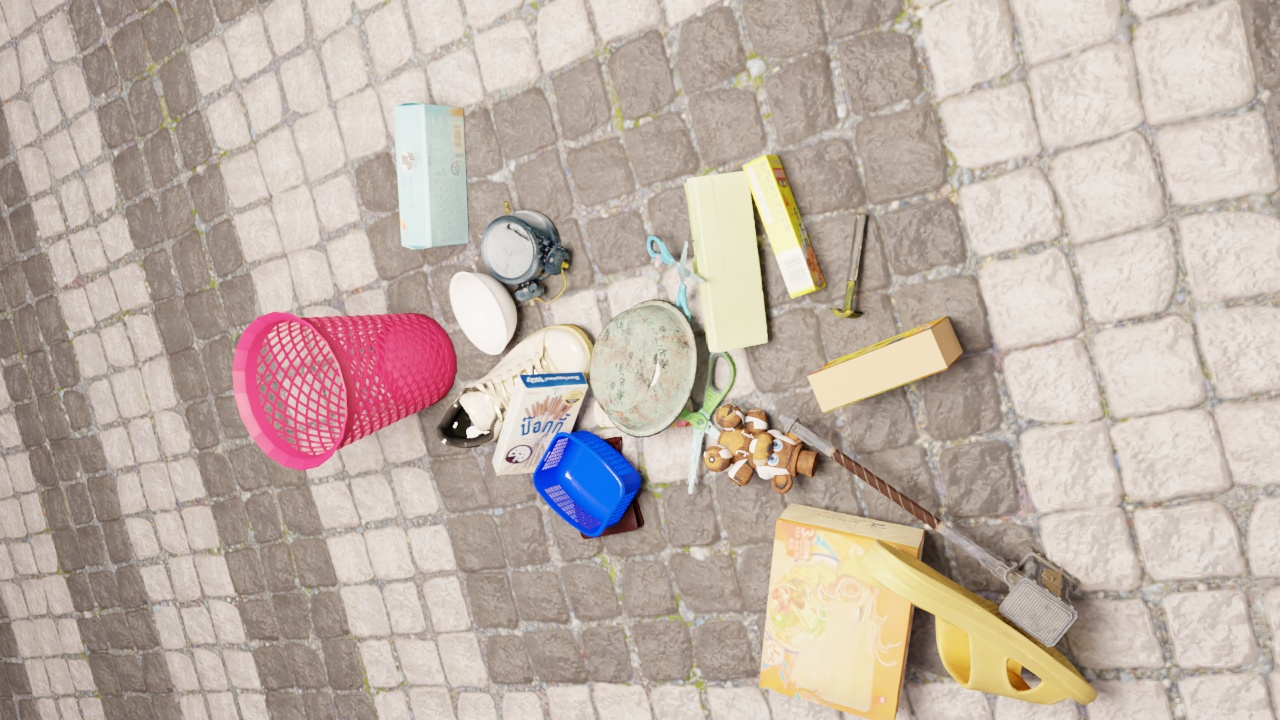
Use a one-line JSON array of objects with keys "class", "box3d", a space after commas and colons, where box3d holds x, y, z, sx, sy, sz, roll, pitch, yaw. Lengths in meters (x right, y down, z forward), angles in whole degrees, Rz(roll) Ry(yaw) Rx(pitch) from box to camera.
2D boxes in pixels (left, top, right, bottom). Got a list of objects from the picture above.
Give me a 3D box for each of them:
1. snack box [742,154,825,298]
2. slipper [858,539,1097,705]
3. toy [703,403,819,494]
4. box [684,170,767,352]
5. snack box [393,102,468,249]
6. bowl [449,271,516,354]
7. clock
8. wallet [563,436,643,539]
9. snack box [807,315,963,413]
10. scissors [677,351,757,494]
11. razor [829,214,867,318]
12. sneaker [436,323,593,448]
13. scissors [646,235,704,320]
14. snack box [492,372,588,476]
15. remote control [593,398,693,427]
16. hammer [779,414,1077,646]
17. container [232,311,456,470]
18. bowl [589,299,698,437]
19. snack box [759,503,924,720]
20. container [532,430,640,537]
[{"class": "snack box", "box3d": [0.149, -0.139, 0.948, 0.029, 0.040, 0.148, -20, 90, 29]}, {"class": "slipper", "box3d": [0.308, 0.262, 0.856, 0.263, 0.099, 0.078, 33, 94, -7]}, {"class": "toy", "box3d": [0.133, 0.097, 0.988, 0.113, 0.067, 0.087, 13, 77, 23]}, {"class": "box", "box3d": [0.093, -0.106, 0.980, 0.077, 0.089, 0.188, -8, 96, -1]}, {"class": "snack box", "box3d": [-0.257, -0.227, 1.132, 0.053, 0.074, 0.175, 4, 102, 27]}, {"class": "bowl", "box3d": [-0.186, -0.065, 1.137, 0.110, 0.040, 0.110, 29, 135, 34]}, {"class": "clock", "box3d": [-0.135, -0.124, 1.101, 0.129, 0.052, 0.090, 48, 118, 7]}, {"class": "wallet", "box3d": [-0.048, 0.157, 1.129, 0.092, 0.018, 0.115, -16, 90, 31]}, {"class": "snack box", "box3d": [0.240, 0.004, 0.898, 0.126, 0.088, 0.040, -24, 88, 30]}, {"class": "scissors", "box3d": [0.063, 0.068, 1.041, 0.168, 0.023, 0.171, 12, 99, 9]}, {"class": "razor", "box3d": [0.216, -0.095, 0.927, 0.026, 0.042, 0.106, 10, 95, 29]}, {"class": "sneaker", "box3d": [-0.163, 0.036, 1.117, 0.242, 0.102, 0.089, -36, 82, 28]}, {"class": "scissors", "box3d": [0.041, -0.085, 0.998, 0.015, 0.136, 0.126, -21, 116, -11]}, {"class": "snack box", "box3d": [-0.122, 0.077, 1.096, 0.026, 0.081, 0.150, 62, 142, 41]}, {"class": "remote control", "box3d": [0.003, 0.059, 1.080, 0.126, 0.018, 0.038, -2, 99, 27]}, {"class": "hammer", "box3d": [0.271, 0.147, 0.903, 0.322, 0.098, 0.044, 35, 110, 18]}, {"class": "container", "box3d": [-0.351, 0.017, 1.145, 0.183, 0.225, 0.183, 6, 103, 28]}, {"class": "bowl", "box3d": [-0.006, 0.006, 1.026, 0.158, 0.038, 0.157, -12, 73, 44]}, {"class": "snack box", "box3d": [0.211, 0.260, 0.968, 0.145, 0.080, 0.195, 9, 103, 22]}, {"class": "container", "box3d": [-0.061, 0.142, 1.093, 0.114, 0.058, 0.096, 38, 112, 22]}]
